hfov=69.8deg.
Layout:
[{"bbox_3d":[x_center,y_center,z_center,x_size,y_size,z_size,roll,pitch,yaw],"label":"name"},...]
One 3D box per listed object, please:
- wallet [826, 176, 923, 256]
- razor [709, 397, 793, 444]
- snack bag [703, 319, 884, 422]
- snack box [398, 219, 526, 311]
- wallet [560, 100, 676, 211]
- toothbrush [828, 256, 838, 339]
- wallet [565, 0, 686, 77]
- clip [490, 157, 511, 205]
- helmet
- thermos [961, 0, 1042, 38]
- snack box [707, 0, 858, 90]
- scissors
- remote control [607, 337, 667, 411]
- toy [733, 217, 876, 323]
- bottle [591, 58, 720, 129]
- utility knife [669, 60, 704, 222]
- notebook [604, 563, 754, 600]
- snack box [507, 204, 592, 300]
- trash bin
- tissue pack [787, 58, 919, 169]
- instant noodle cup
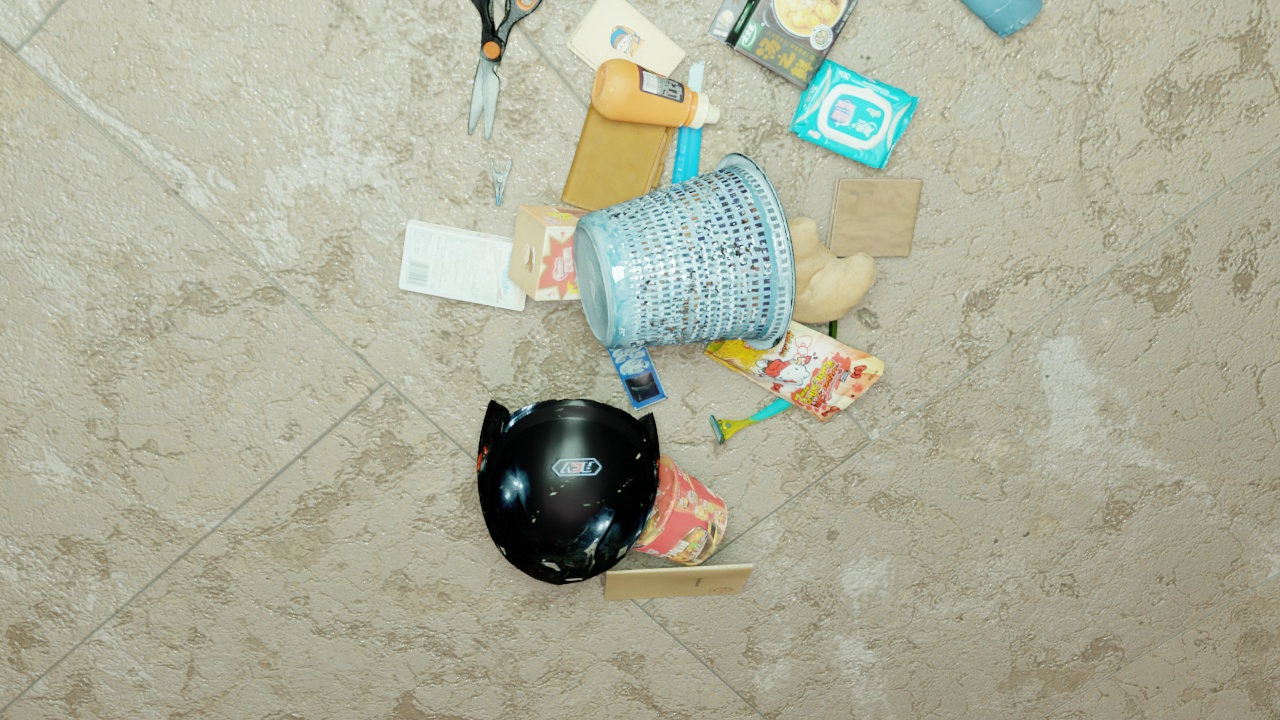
[{"bbox_3d":[0.293,-0.179,1.150,0.115,0.020,0.101,-3,115,-12],"label":"wallet"},{"bbox_3d":[0.162,0.073,1.260,0.132,0.043,0.028,-25,142,2],"label":"razor"},{"bbox_3d":[0.196,0.002,1.193,0.208,0.073,0.129,27,130,-11],"label":"snack bag"},{"bbox_3d":[-0.215,-0.117,1.135,0.156,0.026,0.085,10,114,-10],"label":"snack box"},{"bbox_3d":[-0.025,-0.237,1.093,0.108,0.031,0.132,16,113,-9],"label":"wallet"},{"bbox_3d":[0.259,-0.077,1.206,0.017,0.012,0.186,-8,116,-14],"label":"toothbrush"},{"bbox_3d":[-0.019,-0.352,1.043,0.115,0.024,0.087,34,111,-22],"label":"wallet"},{"bbox_3d":[-0.167,-0.214,1.097,0.026,0.024,0.056,2,109,-10],"label":"clip"},{"bbox_3d":[-0.092,0.157,1.167,0.233,0.229,0.275,3,154,-7],"label":"helmet"},{"bbox_3d":[0.354,-0.447,1.011,0.220,0.070,0.070,34,108,-20],"label":"thermos"},{"bbox_3d":[0.160,-0.386,1.032,0.125,0.053,0.113,22,112,-20],"label":"snack box"},{"bbox_3d":[-0.176,-0.367,1.026,0.161,0.021,0.234,36,111,-13],"label":"scissors"},{"bbox_3d":[-0.007,0.007,1.215,0.049,0.024,0.125,-21,114,5],"label":"remote control"},{"bbox_3d":[0.176,-0.127,1.128,0.226,0.082,0.144,32,132,-14],"label":"toy"},{"bbox_3d":[0.022,-0.294,1.037,0.149,0.066,0.067,8,115,-21],"label":"bottle"},{"bbox_3d":[0.058,-0.254,1.099,0.034,0.018,0.203,2,115,-10],"label":"utility knife"},{"bbox_3d":[0.052,0.323,1.334,0.207,0.008,0.148,-2,152,-4],"label":"notebook"},{"bbox_3d":[-0.095,-0.128,1.095,0.094,0.077,0.093,-4,119,-34],"label":"snack box"},{"bbox_3d":[0.036,-0.105,1.024,0.195,0.226,0.227,-12,117,-15],"label":"trash bin"},{"bbox_3d":[0.251,-0.290,1.082,0.133,0.050,0.093,17,112,-13],"label":"tissue pack"},{"bbox_3d":[0.045,0.212,1.265,0.108,0.137,0.138,29,110,-27],"label":"instant noodle cup"}]
